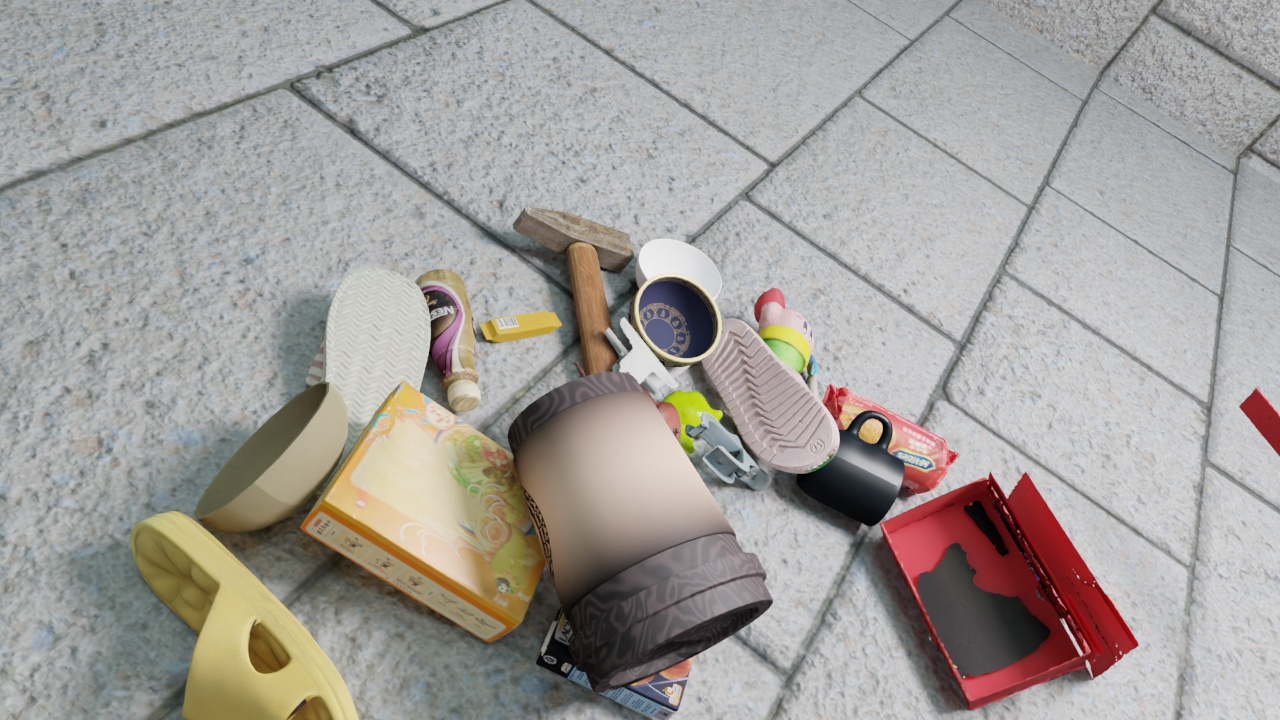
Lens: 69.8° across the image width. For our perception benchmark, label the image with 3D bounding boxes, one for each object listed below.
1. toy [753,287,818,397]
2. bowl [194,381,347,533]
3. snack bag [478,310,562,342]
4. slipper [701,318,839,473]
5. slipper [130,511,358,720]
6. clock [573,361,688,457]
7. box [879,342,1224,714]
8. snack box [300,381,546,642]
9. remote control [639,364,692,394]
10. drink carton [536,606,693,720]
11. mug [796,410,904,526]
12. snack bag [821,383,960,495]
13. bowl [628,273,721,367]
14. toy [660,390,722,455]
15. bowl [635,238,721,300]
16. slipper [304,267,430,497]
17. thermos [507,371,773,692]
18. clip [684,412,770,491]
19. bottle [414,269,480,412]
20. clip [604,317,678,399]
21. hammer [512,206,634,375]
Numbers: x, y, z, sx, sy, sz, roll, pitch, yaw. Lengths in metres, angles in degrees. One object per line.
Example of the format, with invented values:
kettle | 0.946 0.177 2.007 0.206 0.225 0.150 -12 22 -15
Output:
toy | 0.176 -0.006 1.160 0.124 0.097 0.131 53 23 -33
bowl | -0.303 0.090 0.784 0.050 0.153 0.152 48 38 -23
snack bag | -0.138 -0.040 1.059 0.099 0.020 0.026 -12 62 -35
slipper | 0.148 0.046 1.068 0.064 0.094 0.239 39 13 -47
slipper | -0.308 0.218 0.681 0.263 0.100 0.078 39 35 17
clock | -0.023 0.081 0.936 0.158 0.121 0.072 31 36 14
box | 0.356 0.184 0.877 0.198 0.351 0.216 -23 58 3
snack box | -0.176 0.136 0.817 0.195 0.081 0.144 36 43 -14
remote control | 0.039 0.001 1.114 0.033 0.012 0.130 42 46 14
drink carton | -0.023 0.265 0.822 0.130 0.040 0.064 26 43 -2
mug | 0.244 0.113 1.038 0.094 0.121 0.085 26 5 -2
snack bag | 0.287 0.097 1.104 0.176 0.083 0.082 28 44 -1
bowl | 0.033 -0.040 1.090 0.112 0.061 0.112 9 66 -22
toy | 0.046 0.071 1.038 0.094 0.036 0.093 13 51 -6
bowl | 0.042 -0.099 1.180 0.114 0.051 0.114 14 46 -15
slipper | -0.275 0.026 0.912 0.115 0.052 0.262 8 58 -15
thermos | -0.012 0.138 0.778 0.172 0.173 0.226 -11 61 -33
clip | 0.084 0.084 0.988 0.112 0.028 0.163 59 11 27
bottle | -0.203 -0.020 0.981 0.059 0.060 0.166 -2 53 -27
clip | -0.004 0.004 1.028 0.102 0.056 0.056 51 9 -7
hammer | -0.061 -0.052 1.082 0.157 0.037 0.300 15 48 -33
